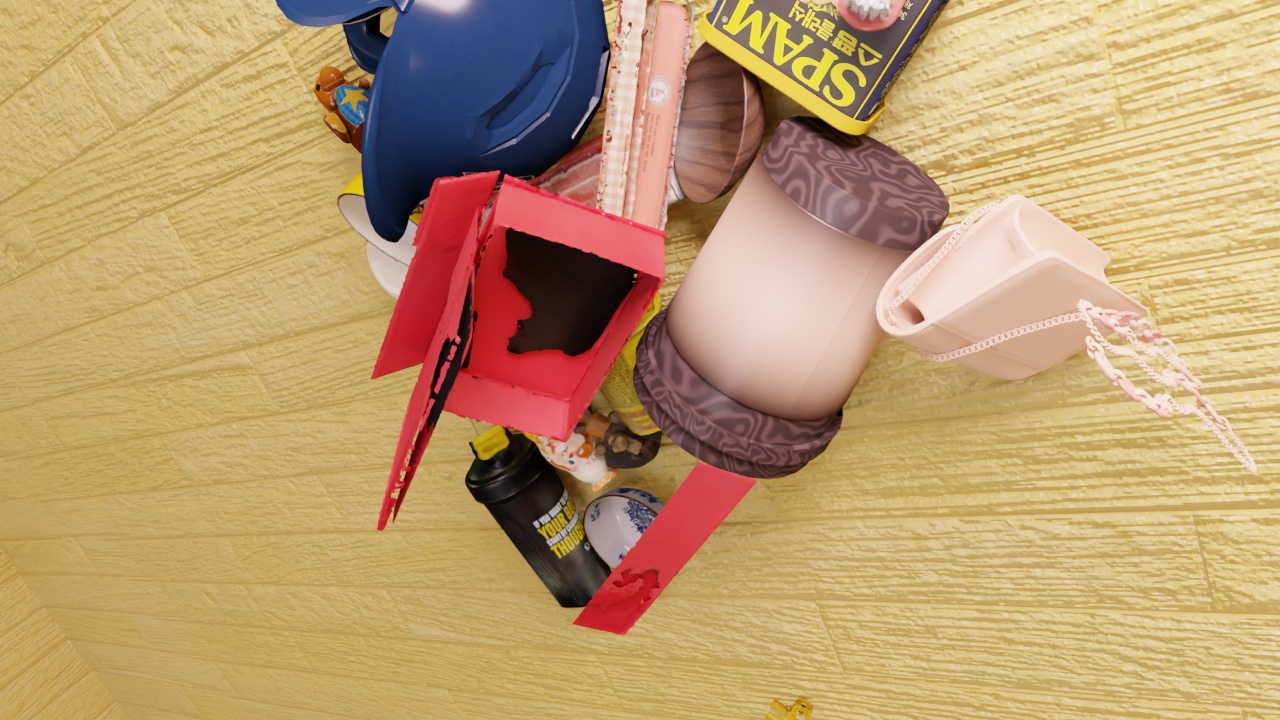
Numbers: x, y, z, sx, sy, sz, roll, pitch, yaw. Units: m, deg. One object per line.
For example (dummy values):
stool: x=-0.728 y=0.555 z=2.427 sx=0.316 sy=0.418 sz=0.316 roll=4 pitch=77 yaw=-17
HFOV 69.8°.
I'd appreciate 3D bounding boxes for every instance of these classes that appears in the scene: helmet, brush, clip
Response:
helmet: x=-0.139 y=-0.216 z=0.673 sx=0.223 sy=0.232 sz=0.272 roll=20 pitch=97 yaw=-8
brush: x=0.154 y=-0.277 z=0.525 sx=0.041 sy=0.030 sz=0.172 roll=18 pitch=94 yaw=9
clip: x=0.173 y=0.396 z=1.025 sx=0.054 sy=0.045 sz=0.048 roll=36 pitch=88 yaw=9

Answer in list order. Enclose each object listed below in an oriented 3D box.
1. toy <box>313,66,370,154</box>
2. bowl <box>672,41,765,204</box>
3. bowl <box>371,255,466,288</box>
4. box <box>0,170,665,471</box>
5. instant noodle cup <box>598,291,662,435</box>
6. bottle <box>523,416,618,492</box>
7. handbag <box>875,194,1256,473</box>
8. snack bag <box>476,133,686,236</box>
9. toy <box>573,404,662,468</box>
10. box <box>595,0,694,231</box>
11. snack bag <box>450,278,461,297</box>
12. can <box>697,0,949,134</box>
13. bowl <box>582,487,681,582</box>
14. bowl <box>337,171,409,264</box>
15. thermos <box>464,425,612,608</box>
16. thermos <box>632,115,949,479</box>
toy: x=-0.277 y=-0.231 z=0.889 sx=0.090 sy=0.070 sz=0.103 roll=42 pitch=157 yaw=19
bowl: x=0.063 y=-0.175 z=0.681 sx=0.119 sy=0.032 sz=0.119 roll=179 pitch=90 yaw=-68
bowl: x=-0.234 y=-0.102 z=0.932 sx=0.105 sy=0.054 sz=0.105 roll=16 pitch=128 yaw=22
box: x=-0.190 y=-0.026 z=0.635 sx=0.212 sy=0.408 sz=0.107 roll=-57 pitch=47 yaw=41
instant noodle cup: x=-0.005 y=0.005 z=0.831 sx=0.102 sy=0.102 sz=0.108 roll=-8 pitch=122 yaw=36
bottle: x=-0.070 y=0.084 z=0.943 sx=0.109 sy=0.063 sz=0.063 roll=48 pitch=132 yaw=-5
handbag: x=0.246 y=0.006 z=0.567 sx=0.117 sy=0.198 sz=0.187 roll=-41 pitch=51 yaw=33
snack bag: x=-0.059 y=-0.143 z=0.804 sx=0.226 sy=0.041 sz=0.077 roll=-17 pitch=109 yaw=37
toy: x=-0.029 y=0.067 z=0.902 sx=0.100 sy=0.062 sz=0.076 roll=22 pitch=113 yaw=-4
box: x=0.001 y=-0.179 z=0.688 sx=0.054 sy=0.078 sz=0.187 roll=32 pitch=122 yaw=51
snack bag: x=-0.109 y=-0.067 z=0.873 sx=0.155 sy=0.018 sz=0.074 roll=-10 pitch=152 yaw=36
can: x=0.123 y=-0.234 z=0.603 sx=0.135 sy=0.075 sz=0.105 roll=36 pitch=129 yaw=7
bowl: x=-0.001 y=0.176 z=0.970 sx=0.114 sy=0.045 sz=0.114 roll=16 pitch=127 yaw=23
bowl: x=-0.208 y=-0.139 z=0.839 sx=0.117 sy=0.067 sz=0.117 roll=24 pitch=159 yaw=10
thermos: x=-0.113 y=0.172 z=1.015 sx=0.098 sy=0.097 sz=0.221 roll=-12 pitch=118 yaw=37
thermos: x=0.110 y=-0.047 z=0.680 sx=0.173 sy=0.172 sz=0.227 roll=33 pitch=125 yaw=10
